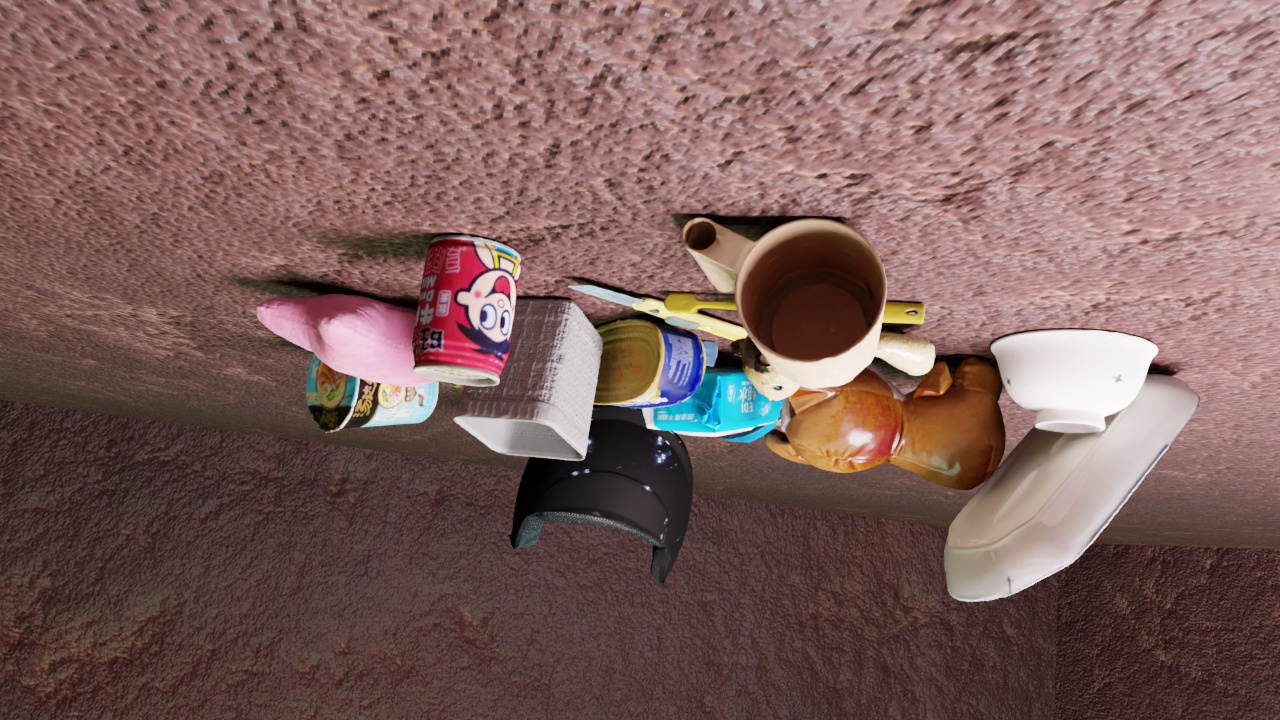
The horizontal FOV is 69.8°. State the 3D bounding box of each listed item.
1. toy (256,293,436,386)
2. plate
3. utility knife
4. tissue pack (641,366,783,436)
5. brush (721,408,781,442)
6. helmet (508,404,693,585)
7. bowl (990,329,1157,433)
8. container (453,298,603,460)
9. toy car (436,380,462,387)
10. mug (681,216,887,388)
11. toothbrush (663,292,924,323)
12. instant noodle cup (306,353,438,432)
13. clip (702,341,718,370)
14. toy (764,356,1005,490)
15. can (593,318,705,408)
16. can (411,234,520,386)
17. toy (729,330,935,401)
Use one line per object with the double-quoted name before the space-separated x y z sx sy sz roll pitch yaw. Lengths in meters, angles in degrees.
"toy" -0.251 -0.021 0.840 0.194 0.074 0.179 18 175 -31
"plate" 0.340 0.092 0.752 0.034 0.265 0.162 49 161 0
"utility knife" 0.032 -0.037 0.745 0.206 0.021 0.031 20 157 -33
"tissue pack" 0.072 0.039 0.896 0.090 0.063 0.139 0 -178 37
"brush" 0.159 0.076 1.104 0.083 0.045 0.255 7 163 -18
"helmet" -0.042 0.167 1.244 0.233 0.230 0.275 17 178 -4
"bowl" 0.335 0.021 0.716 0.118 0.064 0.118 7 169 1
"container" -0.088 0.014 0.772 0.090 0.114 0.090 2 156 21
"toy car" -0.221 -0.003 0.978 0.105 0.048 0.032 12 123 -5
"mug" 0.089 -0.038 0.563 0.125 0.084 0.103 29 177 18
"toothbrush" 0.111 -0.038 0.679 0.190 0.015 0.016 3 173 16
"instant noodle cup" -0.303 0.030 1.058 0.111 0.111 0.120 -4 172 43
"clip" 0.042 -0.008 0.844 0.057 0.025 0.033 11 163 0
"toy" 0.213 0.047 0.804 0.199 0.130 0.140 -2 135 1
"can" -0.005 0.005 0.812 0.049 0.074 0.148 10 169 -33
"can" -0.122 -0.033 0.641 0.066 0.093 0.066 7 169 1
"toy" 0.150 -0.004 0.701 0.157 0.066 0.105 -2 -165 -16
